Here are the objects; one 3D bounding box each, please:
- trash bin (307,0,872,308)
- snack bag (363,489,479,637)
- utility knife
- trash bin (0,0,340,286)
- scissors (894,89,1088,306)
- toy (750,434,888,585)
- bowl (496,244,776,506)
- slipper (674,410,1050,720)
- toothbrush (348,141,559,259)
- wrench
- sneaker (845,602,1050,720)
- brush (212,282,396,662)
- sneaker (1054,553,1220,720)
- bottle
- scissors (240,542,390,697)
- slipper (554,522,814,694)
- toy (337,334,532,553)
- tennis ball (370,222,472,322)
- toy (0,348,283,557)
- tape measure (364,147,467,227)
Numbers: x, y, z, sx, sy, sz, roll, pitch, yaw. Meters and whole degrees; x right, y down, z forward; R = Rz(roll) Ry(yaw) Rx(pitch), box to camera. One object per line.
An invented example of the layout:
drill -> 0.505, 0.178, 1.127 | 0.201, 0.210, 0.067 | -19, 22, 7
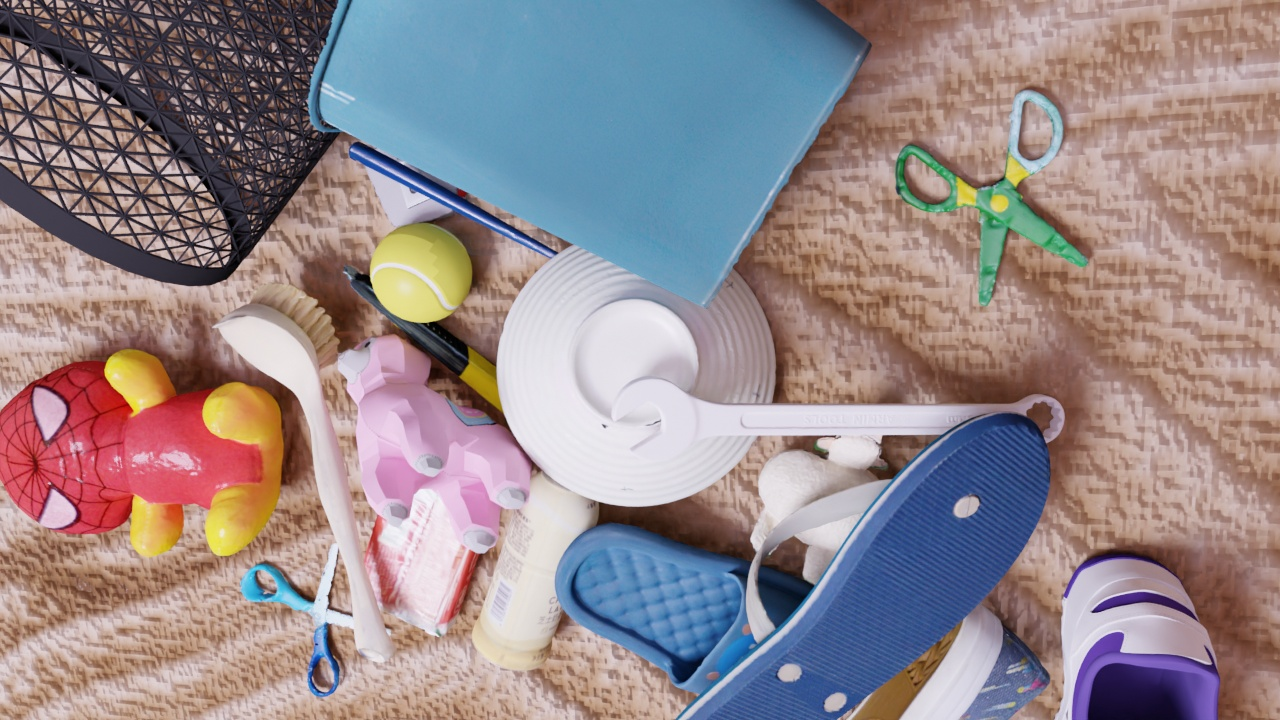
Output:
trash bin -> -0.013, -0.158, 0.491 | 0.218, 0.196, 0.199 | 32, 112, 0
snack bag -> -0.154, 0.132, 0.658 | 0.077, 0.036, 0.116 | 22, 105, 8
utility knife -> -0.141, -0.014, 0.631 | 0.174, 0.028, 0.020 | 38, 101, 6
trash bin -> -0.248, -0.206, 0.535 | 0.243, 0.216, 0.217 | -41, 89, 11
scissors -> 0.212, -0.098, 0.535 | 0.125, 0.011, 0.128 | 36, 107, 6
toy -> 0.117, 0.085, 0.574 | 0.087, 0.050, 0.112 | 23, 100, 3
bowl -> -0.003, 0.003, 0.551 | 0.177, 0.071, 0.177 | 0, 88, 1
slipper -> 0.120, 0.141, 0.541 | 0.118, 0.060, 0.295 | 36, 103, -28
toothbrush -> -0.104, -0.089, 0.597 | 0.190, 0.016, 0.017 | 29, 110, -3
wrench -> 0.119, 0.034, 0.527 | 0.273, 0.009, 0.047 | 1, 100, -11
sneaker -> 0.169, 0.261, 0.581 | 0.079, 0.087, 0.236 | 32, 103, 0
brush -> -0.215, 0.078, 0.626 | 0.062, 0.077, 0.272 | -10, 98, 46
sneaker -> 0.282, 0.245, 0.532 | 0.092, 0.111, 0.244 | 5, 102, 13
bottle -> -0.066, 0.129, 0.625 | 0.056, 0.056, 0.162 | 22, 105, 9
scissors -> -0.251, 0.200, 0.710 | 0.127, 0.014, 0.133 | 8, 98, 8
slipper -> 0.044, 0.176, 0.593 | 0.213, 0.059, 0.104 | 23, 109, -6
toy -> -0.138, 0.046, 0.602 | 0.123, 0.157, 0.067 | 26, 110, -33
tennis ball -> -0.144, -0.057, 0.603 | 0.065, 0.065, 0.065 | 3, 101, 13
toy -> -0.364, 0.065, 0.666 | 0.216, 0.098, 0.147 | 5, 90, 12
tape measure -> -0.149, -0.123, 0.615 | 0.060, 0.020, 0.062 | -20, 96, 17
